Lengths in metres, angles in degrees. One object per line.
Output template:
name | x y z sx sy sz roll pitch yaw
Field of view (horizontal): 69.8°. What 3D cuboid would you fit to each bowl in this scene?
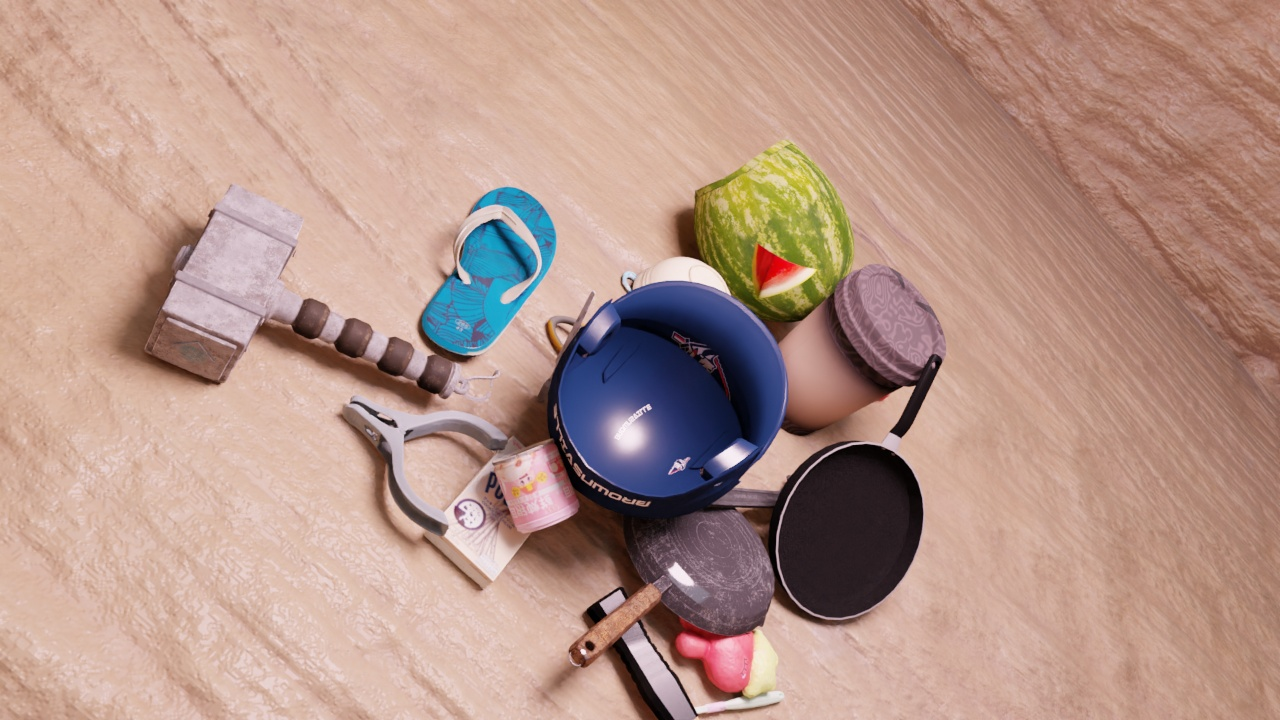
bowl | 0.071 -0.084 1.247 0.150 0.076 0.150 23 46 -27

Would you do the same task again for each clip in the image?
clip | -0.203 0.102 0.899 0.164 0.032 0.165 0 50 -32

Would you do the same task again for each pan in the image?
pan | 0.035 0.229 0.974 0.207 0.040 0.355 46 30 13
pan | 0.286 0.150 1.142 0.225 0.034 0.356 29 86 -26

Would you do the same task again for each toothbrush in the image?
toothbrush | -0.082 -0.012 0.998 0.010 0.182 0.010 32 44 2
toothbrush | 0.101 0.371 0.990 0.154 0.015 0.022 7 58 -38

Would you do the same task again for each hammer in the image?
hammer | -0.292 -0.026 0.904 0.326 0.080 0.176 27 46 -23
hammer | 0.053 0.377 0.913 0.130 0.039 0.328 -27 75 -32

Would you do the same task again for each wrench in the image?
wrench | 0.152 0.172 1.141 0.272 0.018 0.073 14 51 -51

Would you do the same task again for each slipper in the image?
slipper | -0.167 -0.121 1.087 0.118 0.060 0.294 27 46 -9

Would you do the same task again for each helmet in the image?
helmet | 0.028 0.042 0.985 0.272 0.223 0.232 -44 83 -10
helmet | 0.197 -0.171 1.329 0.247 0.214 0.242 60 21 -8

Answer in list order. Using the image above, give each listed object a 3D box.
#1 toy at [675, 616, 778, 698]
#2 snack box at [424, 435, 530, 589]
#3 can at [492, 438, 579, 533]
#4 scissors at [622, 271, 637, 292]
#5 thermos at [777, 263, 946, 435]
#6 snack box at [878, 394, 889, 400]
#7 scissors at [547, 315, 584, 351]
toy | 0.095 0.316 1.005 0.135 0.045 0.091 33 40 -15
snack box | -0.145 0.152 0.937 0.082 0.026 0.149 44 42 -5
can | -0.103 0.124 0.909 0.067 0.067 0.076 -22 91 -47
scissors | 0.029 -0.070 1.265 0.139 0.011 0.134 -13 67 -47
thermos | 0.277 -0.003 1.264 0.172 0.227 0.172 22 48 -27
snack box | 0.331 0.020 1.449 0.132 0.021 0.089 2 59 -40
scissors | -0.007 0.007 1.124 0.229 0.016 0.225 -39 80 -24
